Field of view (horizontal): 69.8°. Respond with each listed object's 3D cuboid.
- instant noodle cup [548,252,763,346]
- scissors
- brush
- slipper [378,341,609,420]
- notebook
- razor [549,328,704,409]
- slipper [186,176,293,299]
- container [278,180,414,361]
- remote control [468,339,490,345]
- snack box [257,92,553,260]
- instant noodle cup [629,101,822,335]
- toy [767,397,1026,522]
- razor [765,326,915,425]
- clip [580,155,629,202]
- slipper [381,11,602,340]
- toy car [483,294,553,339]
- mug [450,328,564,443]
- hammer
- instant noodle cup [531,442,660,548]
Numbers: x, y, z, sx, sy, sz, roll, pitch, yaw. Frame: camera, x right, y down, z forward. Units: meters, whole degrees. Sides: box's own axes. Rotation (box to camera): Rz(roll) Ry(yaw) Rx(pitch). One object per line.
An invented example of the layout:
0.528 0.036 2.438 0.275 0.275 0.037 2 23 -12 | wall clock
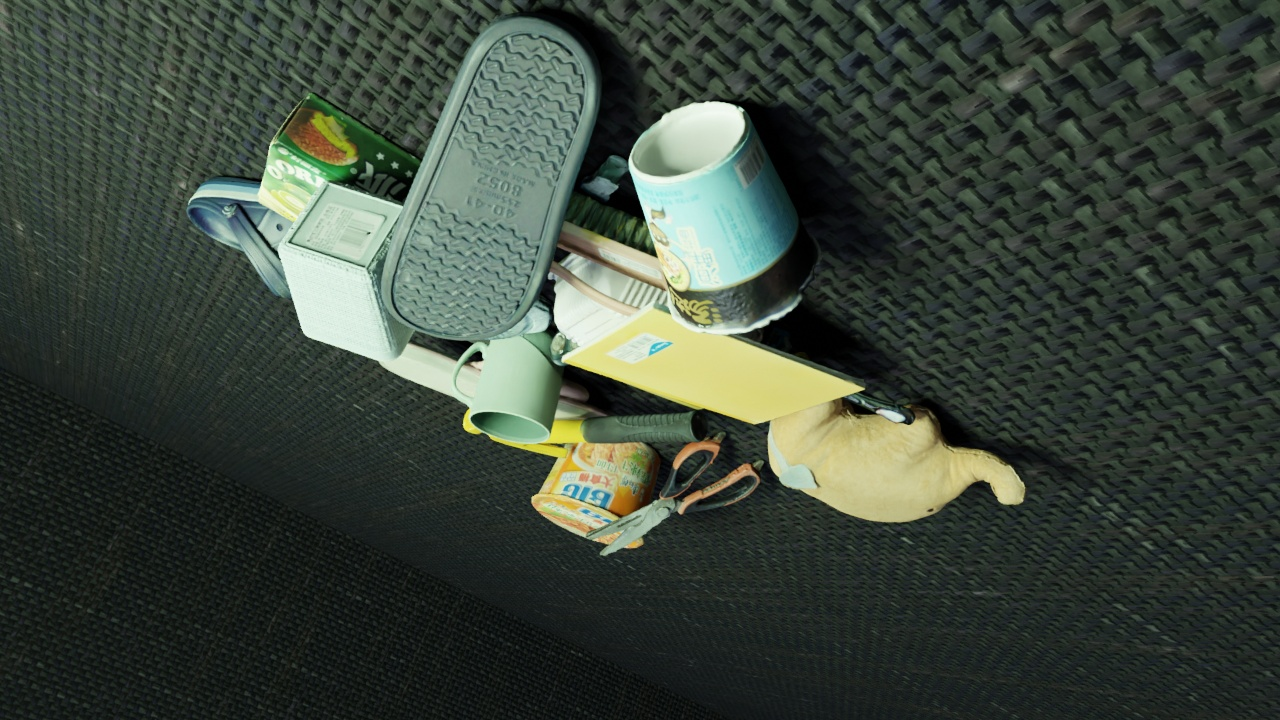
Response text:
0.005 -0.031 0.805 0.173 0.060 0.138 30 154 -20 | instant noodle cup
0.037 0.157 1.059 0.197 0.015 0.214 5 123 -14 | scissors
-0.026 -0.080 0.702 0.145 0.073 0.063 22 174 3 | brush
-0.161 0.022 1.048 0.274 0.054 0.114 19 161 -18 | slipper
0.058 0.009 0.751 0.206 0.010 0.146 18 156 -27 | notebook
-0.005 0.005 0.893 0.167 0.062 0.067 25 -170 -17 | razor
-0.347 -0.114 0.893 0.253 0.095 0.105 17 158 20 | slipper
-0.224 -0.073 0.727 0.090 0.090 0.112 18 149 6 | container
-0.178 -0.058 0.942 0.053 0.024 0.136 12 153 12 | remote control
-0.202 -0.118 0.795 0.240 0.063 0.115 31 154 -17 | snack box
0.048 -0.096 0.593 0.111 0.111 0.120 5 143 33 | instant noodle cup
0.227 0.094 0.838 0.226 0.082 0.144 16 140 13 | toy
0.168 0.022 0.785 0.143 0.022 0.043 27 136 5 | razor
-0.027 -0.130 0.675 0.024 0.028 0.057 31 164 -16 | clip
-0.100 -0.124 0.645 0.110 0.083 0.269 21 128 -13 | slipper
-0.137 -0.041 0.906 0.106 0.031 0.049 -8 150 13 | toy car
-0.136 0.018 0.945 0.111 0.106 0.082 15 155 -9 | mug
-0.055 0.077 1.005 0.301 0.032 0.128 -6 158 41 | hammer
-0.048 0.156 1.162 0.151 0.111 0.151 18 155 9 | instant noodle cup
